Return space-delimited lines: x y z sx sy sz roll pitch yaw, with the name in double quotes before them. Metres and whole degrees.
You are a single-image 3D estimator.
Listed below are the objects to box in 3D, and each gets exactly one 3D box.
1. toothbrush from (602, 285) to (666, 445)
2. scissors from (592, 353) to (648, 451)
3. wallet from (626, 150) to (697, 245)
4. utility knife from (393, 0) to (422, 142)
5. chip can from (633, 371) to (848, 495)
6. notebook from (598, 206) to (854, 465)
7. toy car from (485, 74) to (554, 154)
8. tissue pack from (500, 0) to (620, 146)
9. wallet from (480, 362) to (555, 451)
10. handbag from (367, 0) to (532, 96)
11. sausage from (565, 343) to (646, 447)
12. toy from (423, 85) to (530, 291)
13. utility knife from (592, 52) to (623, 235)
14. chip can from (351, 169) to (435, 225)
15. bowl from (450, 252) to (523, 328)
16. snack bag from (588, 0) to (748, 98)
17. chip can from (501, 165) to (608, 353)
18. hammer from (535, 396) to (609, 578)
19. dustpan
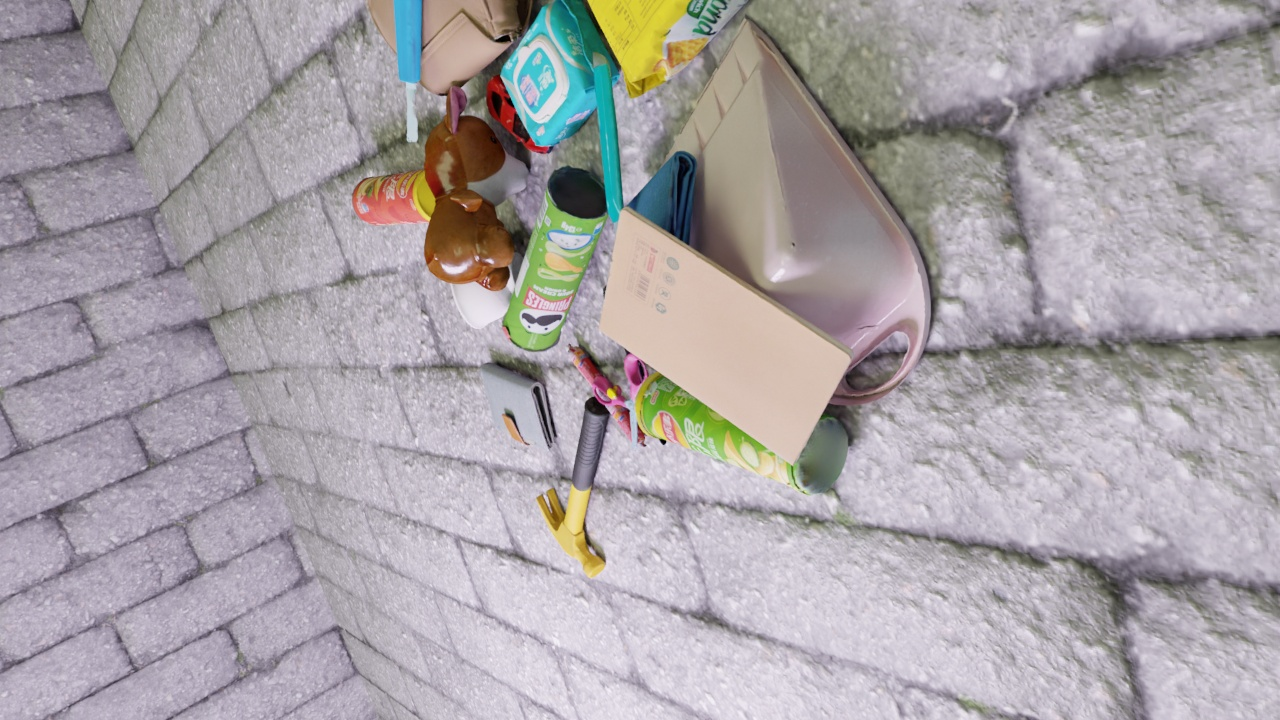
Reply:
"toothbrush" -0.006 0.006 1.001 0.018 0.014 0.189 3 115 64
"scissors" -0.011 0.044 1.004 0.133 0.017 0.134 34 135 38
"wallet" 0.011 -0.109 0.802 0.133 0.040 0.106 149 130 -66
"utility knife" -0.233 -0.311 0.921 0.034 0.018 0.219 34 139 19
"chip can" 0.090 0.063 0.855 0.222 0.072 0.073 16 124 49
"notebook" 0.057 -0.016 0.727 0.208 0.008 0.148 35 144 16
"toy car" -0.128 -0.260 0.974 0.106 0.031 0.049 45 143 23
"tissue pack" -0.078 -0.275 0.877 0.134 0.050 0.093 -32 85 56
"wallet" -0.169 0.065 1.242 0.130 0.036 0.107 17 124 48
"handbag" -0.191 -0.366 0.933 0.205 0.099 0.148 -9 112 55
"sausage" -0.040 0.039 1.062 0.156 0.020 0.020 53 145 16
"toy" -0.181 -0.184 1.004 0.140 0.130 0.199 132 127 -71
"utility knife" -0.026 -0.185 0.812 0.029 0.013 0.176 4 101 60
"chip can" -0.310 -0.216 1.215 0.217 0.073 0.073 11 120 52
"bowl" -0.173 -0.100 1.097 0.065 0.118 0.118 -7 111 16
"snack bag" 0.019 -0.327 0.696 0.247 0.068 0.158 -30 87 58
"chip can" -0.095 -0.102 0.995 0.072 0.072 0.237 52 144 18
"hammer" -0.075 0.155 1.178 0.129 0.032 0.302 43 142 26
"dustpan" 0.121 -0.098 0.763 0.223 0.138 0.273 130 138 -56
